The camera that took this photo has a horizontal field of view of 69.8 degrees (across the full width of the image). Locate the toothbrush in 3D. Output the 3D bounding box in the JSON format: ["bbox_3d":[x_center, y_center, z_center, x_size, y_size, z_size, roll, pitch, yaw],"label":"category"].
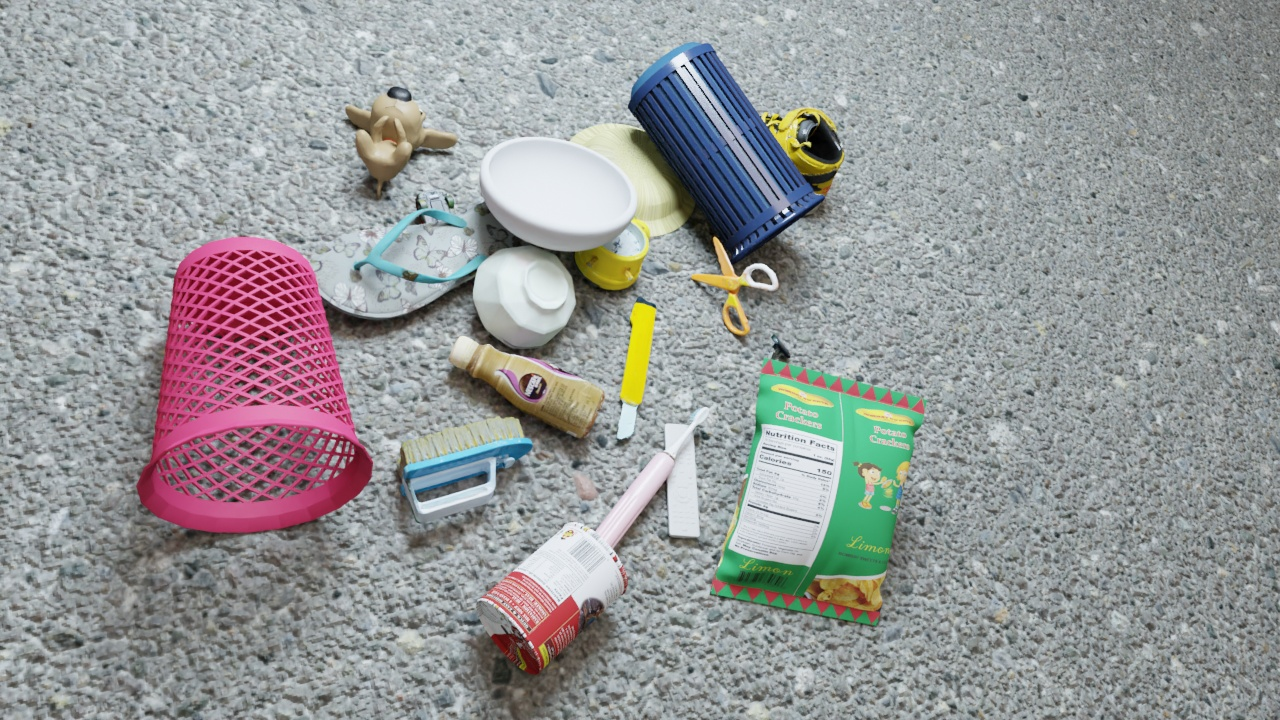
[{"bbox_3d":[0.011,0.127,0.972,0.222,0.027,0.027,-49,118,-30],"label":"toothbrush"}]

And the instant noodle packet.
[{"bbox_3d":[0.194,0.143,0.982,0.195,0.090,0.252,14,87,-13],"label":"instant noodle packet"}]

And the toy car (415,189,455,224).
[{"bbox_3d":[-0.228,-0.150,1.044,0.042,0.036,0.091,-17,80,-31],"label":"toy car"}]

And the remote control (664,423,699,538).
[{"bbox_3d":[0.044,0.131,1.001,0.033,0.012,0.130,7,60,-15],"label":"remote control"}]

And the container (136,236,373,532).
[{"bbox_3d":[-0.352,0.013,0.835,0.183,0.184,0.225,-4,56,-23],"label":"container"}]

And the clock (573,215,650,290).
[{"bbox_3d":[-0.032,-0.140,1.101,0.083,0.057,0.118,18,49,-11],"label":"clock"}]

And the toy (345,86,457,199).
[{"bbox_3d":[-0.285,-0.255,1.053,0.134,0.106,0.108,14,47,-8],"label":"toy"}]

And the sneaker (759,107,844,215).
[{"bbox_3d":[0.161,-0.296,1.223,0.238,0.122,0.085,29,54,-4],"label":"sneaker"}]

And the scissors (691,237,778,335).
[{"bbox_3d":[0.116,-0.093,1.108,0.011,0.128,0.125,-20,88,-48],"label":"scissors"}]

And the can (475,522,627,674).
[{"bbox_3d":[-0.081,0.220,0.858,0.086,0.087,0.116,47,57,9],"label":"can"}]

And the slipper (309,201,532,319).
[{"bbox_3d":[-0.220,-0.114,0.990,0.268,0.055,0.098,-23,93,-33],"label":"slipper"}]

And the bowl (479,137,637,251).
[{"bbox_3d":[-0.096,-0.175,1.029,0.176,0.066,0.176,11,43,-11],"label":"bowl"}]

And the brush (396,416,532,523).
[{"bbox_3d":[-0.168,0.106,0.909,0.135,0.056,0.075,-15,63,-27],"label":"brush"}]

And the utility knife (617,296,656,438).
[{"bbox_3d":[-0.006,0.006,1.050,0.030,0.018,0.190,14,54,-7],"label":"utility knife"}]

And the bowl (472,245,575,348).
[{"bbox_3d":[-0.118,-0.075,1.005,0.117,0.061,0.117,11,72,-35],"label":"bowl"}]

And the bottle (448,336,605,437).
[{"bbox_3d":[-0.122,0.023,0.972,0.166,0.060,0.059,26,56,-5],"label":"bottle"}]

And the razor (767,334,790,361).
[{"bbox_3d":[0.158,0.040,1.093,0.043,0.022,0.144,41,48,-45],"label":"razor"}]

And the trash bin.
[{"bbox_3d":[0.100,-0.261,1.140,0.139,0.140,0.249,-35,89,-32],"label":"trash bin"}]

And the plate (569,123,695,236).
[{"bbox_3d":[-0.008,-0.246,1.182,0.184,0.036,0.184,9,59,-16],"label":"plate"}]
